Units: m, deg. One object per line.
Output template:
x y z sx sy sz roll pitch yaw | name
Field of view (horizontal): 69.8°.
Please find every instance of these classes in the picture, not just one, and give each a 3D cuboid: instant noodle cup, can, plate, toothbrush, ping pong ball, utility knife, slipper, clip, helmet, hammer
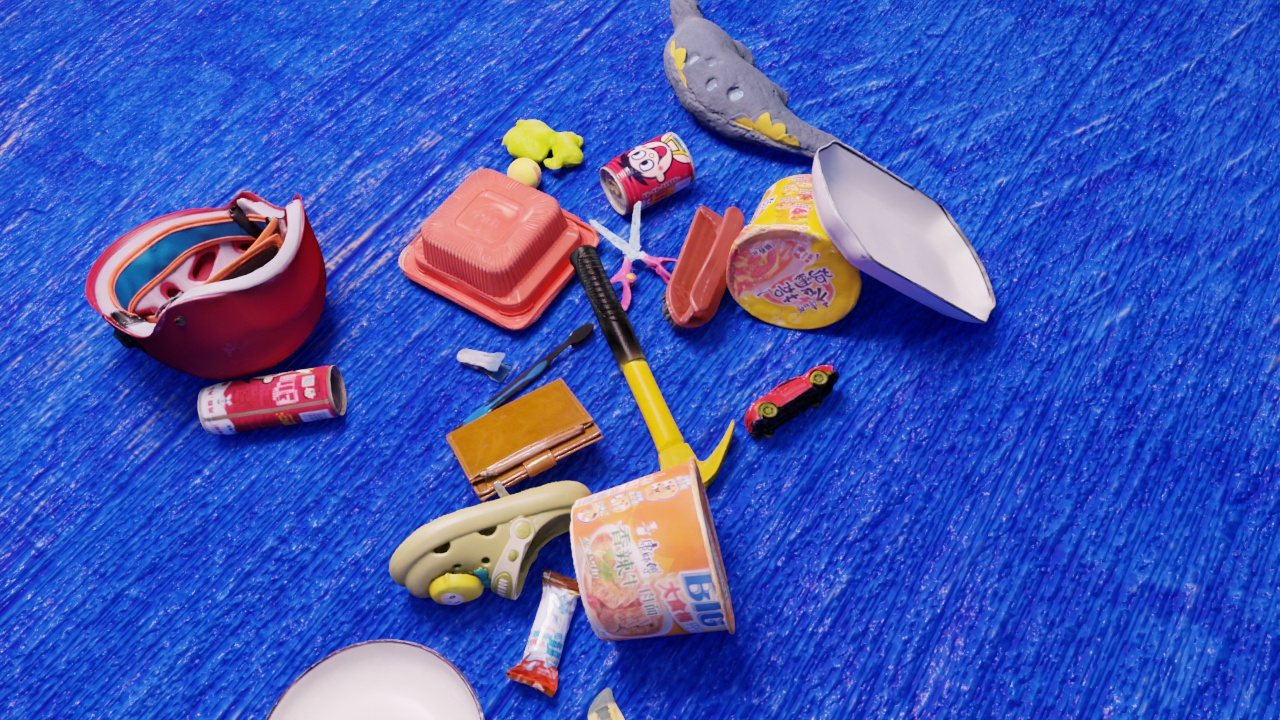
-0.161 -0.136 1.012 0.189 0.079 0.164 26 63 20 | instant noodle cup
-0.371 0.041 0.929 0.133 0.053 0.053 -9 58 -2 | can
-0.217 0.328 0.747 0.192 0.039 0.192 -2 58 3 | plate
-0.120 0.021 0.951 0.189 0.016 0.014 -40 73 -16 | toothbrush
-0.137 -0.219 1.084 0.040 0.040 0.040 -2 58 3 | ping pong ball
0.007 -0.214 1.055 0.093 0.067 0.066 -29 61 -14 | can
0.167 -0.118 0.951 0.138 0.138 0.109 12 52 11 | instant noodle cup
0.000 0.356 0.733 0.031 0.020 0.190 -25 64 -5 | utility knife
-0.125 0.169 0.813 0.190 0.092 0.081 -20 62 -12 | slipper
-0.166 0.001 0.961 0.058 0.043 0.026 17 63 22 | clip
0.009 0.166 0.777 0.111 0.151 0.151 -13 58 5 | instant noodle cup
-0.434 -0.065 0.951 0.240 0.144 0.206 5 46 27 | helmet
0.260 -0.120 0.919 0.265 0.034 0.161 19 49 -35 | plate
-0.005 0.005 0.928 0.128 0.033 0.300 -20 64 -11 | hammer

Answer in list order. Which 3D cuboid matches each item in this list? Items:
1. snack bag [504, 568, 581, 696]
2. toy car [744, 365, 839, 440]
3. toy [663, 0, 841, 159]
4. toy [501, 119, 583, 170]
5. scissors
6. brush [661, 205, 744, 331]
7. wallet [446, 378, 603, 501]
-0.080 0.237 0.803 0.048 0.026 0.104 20 61 2 | snack bag
0.148 0.038 0.899 0.106 0.049 0.031 -29 62 -13 | toy car
0.102 -0.349 1.122 0.137 0.092 0.356 -19 60 -23 | toy
-0.119 -0.262 1.115 0.100 0.031 0.096 -1 48 -3 | toy
-0.001 -0.114 1.009 0.130 0.017 0.133 6 74 1 | scissors
0.068 -0.096 0.968 0.063 0.069 0.145 31 61 -13 | brush
-0.112 0.075 0.883 0.130 0.035 0.119 -26 38 -13 | wallet
